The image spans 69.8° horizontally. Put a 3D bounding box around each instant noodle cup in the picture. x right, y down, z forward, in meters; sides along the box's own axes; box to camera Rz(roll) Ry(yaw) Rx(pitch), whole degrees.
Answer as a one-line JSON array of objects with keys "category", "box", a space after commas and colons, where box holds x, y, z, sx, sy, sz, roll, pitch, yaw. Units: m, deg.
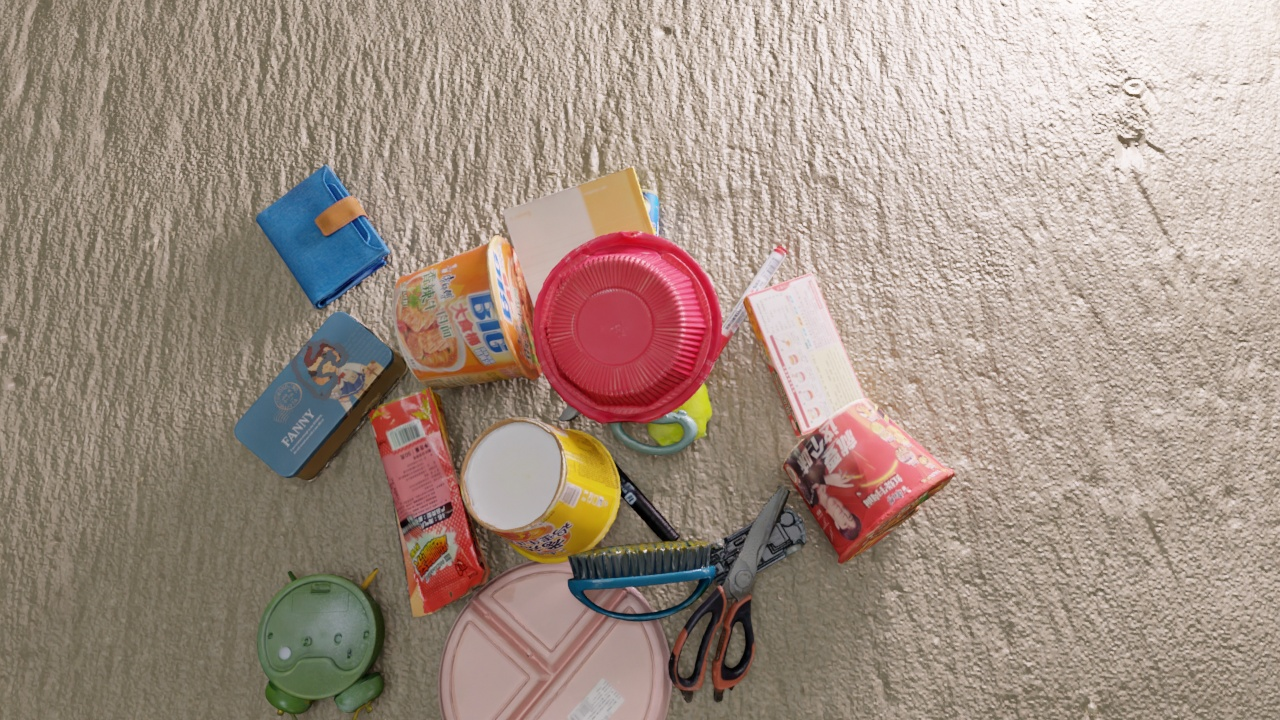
[{"category": "instant noodle cup", "box": [-0.101, 0.120, 0.884, 0.138, 0.110, 0.138, -6, 70, 17]}, {"category": "instant noodle cup", "box": [-0.175, -0.041, 0.931, 0.111, 0.151, 0.151, -14, 75, 8]}, {"category": "instant noodle cup", "box": [-0.019, -0.031, 0.889, 0.194, 0.065, 0.194, 0, 92, 9]}, {"category": "instant noodle cup", "box": [0.210, 0.111, 0.878, 0.138, 0.138, 0.108, -35, 69, -6]}]

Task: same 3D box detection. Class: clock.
[{"category": "clock", "box": [-0.308, 0.286, 0.897, 0.116, 0.056, 0.161, -2, 76, 3]}]

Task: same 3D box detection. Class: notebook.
[{"category": "notebook", "box": [-0.044, -0.079, 0.944, 0.146, 0.010, 0.206, -17, 93, 7]}]

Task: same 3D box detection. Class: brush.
[{"category": "brush", "box": [0.002, 0.212, 0.878, 0.143, 0.055, 0.073, -4, 82, -10]}]

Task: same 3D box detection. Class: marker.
[{"category": "marker", "box": [0.113, -0.062, 0.981, 0.017, 0.017, 0.145, 33, 79, 10]}, {"category": "marker", "box": [-0.009, 0.136, 0.936, 0.020, 0.022, 0.132, -44, 77, 0]}]

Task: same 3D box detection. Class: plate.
[{"category": "plate", "box": [-0.084, 0.303, 0.883, 0.229, 0.028, 0.229, -1, 69, 3]}]

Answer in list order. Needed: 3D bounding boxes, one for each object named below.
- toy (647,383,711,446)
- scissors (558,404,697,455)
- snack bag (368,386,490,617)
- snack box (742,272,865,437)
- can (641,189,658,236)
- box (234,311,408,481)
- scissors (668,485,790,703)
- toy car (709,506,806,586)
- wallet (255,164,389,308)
[{"category": "toy", "box": [0.036, 0.039, 0.953, 0.100, 0.031, 0.096, 40, 84, 15]}, {"category": "scissors", "box": [-0.003, 0.010, 0.929, 0.174, 0.019, 0.170, 29, 97, 9]}, {"category": "snack bag", "box": [-0.211, 0.139, 0.911, 0.129, 0.073, 0.207, -31, 70, 39]}, {"category": "snack box", "box": [0.170, -0.006, 0.950, 0.077, 0.027, 0.155, -19, 80, -7]}, {"category": "can", "box": [-0.029, -0.136, 0.987, 0.102, 0.057, 0.083, 0, 74, 3]}, {"category": "box", "box": [-0.334, 0.043, 0.956, 0.090, 0.063, 0.184, 35, 79, 11]}, {"category": "scissors", "box": [0.104, 0.226, 0.883, 0.209, 0.015, 0.182, -31, 105, -10]}, {"category": "toy car", "box": [0.115, 0.185, 0.912, 0.105, 0.031, 0.049, -30, 80, 1]}, {"category": "wallet", "box": [-0.351, -0.138, 1.016, 0.106, 0.040, 0.133, -37, 78, -2]}]
